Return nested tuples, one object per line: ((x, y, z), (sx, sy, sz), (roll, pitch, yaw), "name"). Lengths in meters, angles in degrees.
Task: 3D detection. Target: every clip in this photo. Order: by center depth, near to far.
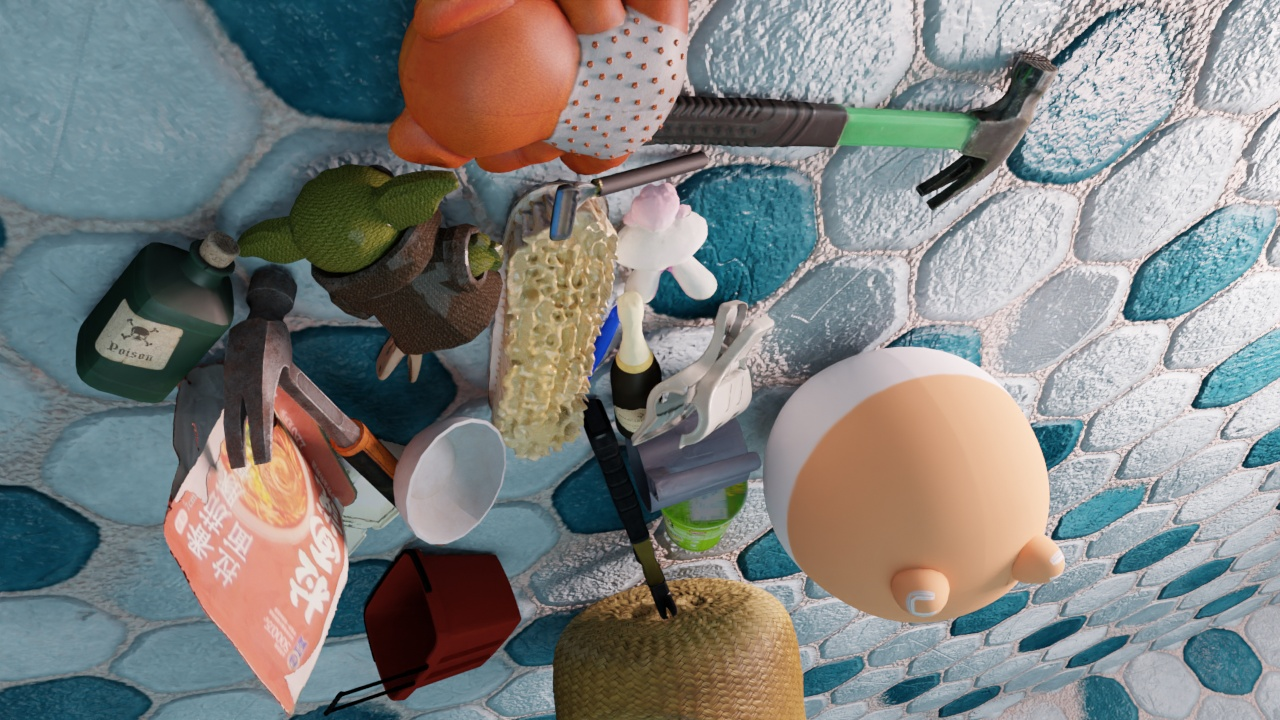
((-0.191, -0.008, 0.718), (0.041, 0.024, 0.061), (-4, 131, -25), "clip")
((0.071, 0.023, 0.804), (0.152, 0.096, 0.125), (-47, 170, 22), "clip")

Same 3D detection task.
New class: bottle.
((-0.306, -0.035, 0.597), (0.131, 0.061, 0.061), (-39, 141, 22), "bottle")
((-0.005, 0.005, 0.792), (0.045, 0.045, 0.185), (-15, 146, -8), "bottle")

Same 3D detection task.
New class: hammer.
((0.146, -0.170, 0.672), (0.318, 0.032, 0.130), (-3, 140, -21), "hammer")
((-0.218, 0.081, 0.715), (0.035, 0.137, 0.315), (-11, 144, 10), "hammer")
((-0.009, 0.163, 0.955), (0.025, 0.117, 0.333), (-21, 137, -5), "hammer")

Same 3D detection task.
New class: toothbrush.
((-0.052, 0.015, 0.815), (0.018, 0.016, 0.183), (6, 135, -24), "toothbrush")

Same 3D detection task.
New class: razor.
((-0.008, -0.122, 0.628), (0.144, 0.022, 0.043), (-28, 150, -36), "razor")

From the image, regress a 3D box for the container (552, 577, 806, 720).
((0.048, 0.381, 1.089), (0.307, 0.196, 0.307), (-9, 180, 0), "container")

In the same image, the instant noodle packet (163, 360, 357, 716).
((-0.270, 0.114, 0.634), (0.084, 0.220, 0.164), (-18, 121, -3), "instant noodle packet")

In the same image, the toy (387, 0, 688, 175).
((-0.061, -0.170, 0.535), (0.172, 0.093, 0.164), (-11, 146, -33), "toy")

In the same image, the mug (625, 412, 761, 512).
((0.050, 0.098, 0.886), (0.104, 0.124, 0.084), (-15, 99, -10), "mug")

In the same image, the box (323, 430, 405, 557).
((-0.292, 0.136, 0.825), (0.143, 0.050, 0.184), (20, 126, -41), "box")

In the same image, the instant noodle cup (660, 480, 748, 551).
((0.062, 0.154, 0.984), (0.099, 0.098, 0.108), (-15, 150, -8), "instant noodle cup")

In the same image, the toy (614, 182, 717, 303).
((0.016, -0.088, 0.705), (0.079, 0.038, 0.123), (-8, 143, 2), "toy")

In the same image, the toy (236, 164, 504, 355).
((-0.162, -0.067, 0.610), (0.180, 0.078, 0.153), (-11, 143, 25), "toy")

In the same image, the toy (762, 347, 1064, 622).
((0.260, 0.130, 0.892), (0.262, 0.280, 0.266), (-12, 122, -12), "toy")

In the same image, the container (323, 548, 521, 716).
((-0.243, 0.280, 0.960), (0.200, 0.127, 0.148), (2, 137, -42), "container")

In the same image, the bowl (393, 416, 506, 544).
((-0.160, 0.092, 0.743), (0.106, 0.039, 0.106), (-31, 130, -45), "bowl")

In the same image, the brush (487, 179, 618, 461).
((-0.075, -0.022, 0.725), (0.083, 0.056, 0.272), (-3, 139, -18), "brush")
